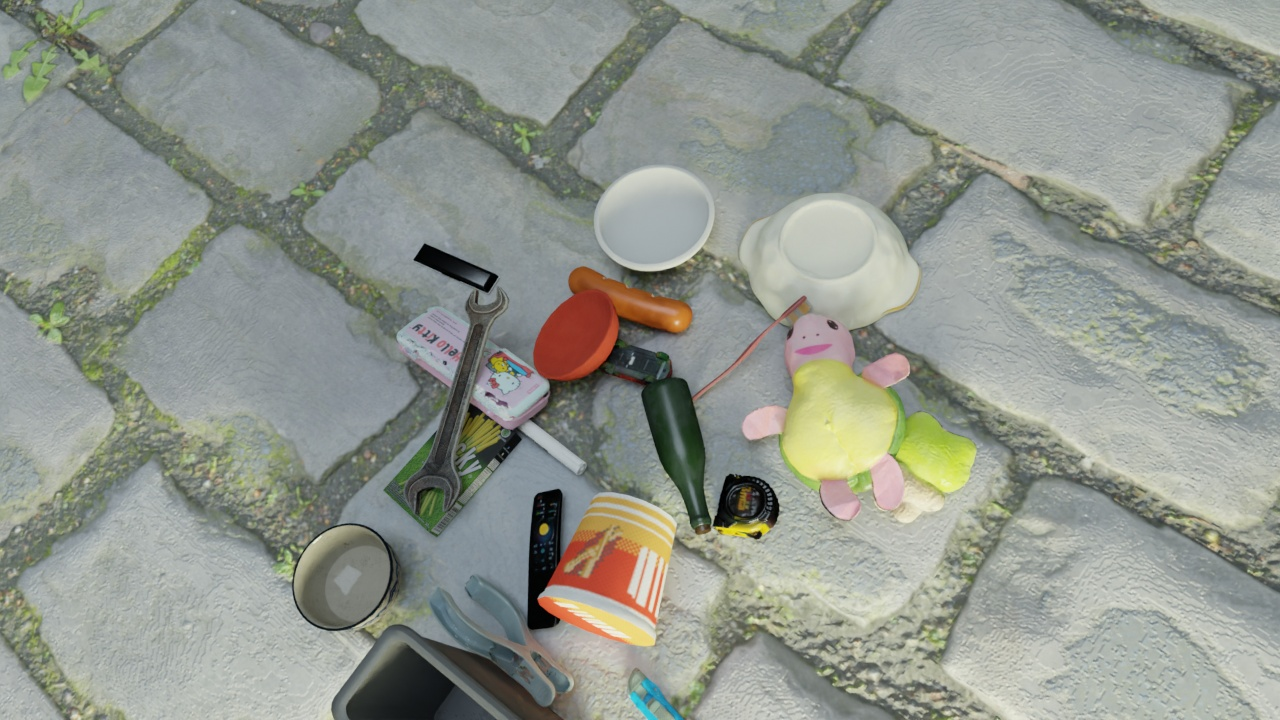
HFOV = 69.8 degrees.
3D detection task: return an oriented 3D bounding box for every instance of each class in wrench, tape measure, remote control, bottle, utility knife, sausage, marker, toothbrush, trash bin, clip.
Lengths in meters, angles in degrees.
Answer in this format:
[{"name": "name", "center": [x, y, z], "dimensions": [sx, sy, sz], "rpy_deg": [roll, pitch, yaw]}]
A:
[{"name": "wrench", "center": [-0.207, 0.044, 1.045], "dimensions": [0.070, 0.010, 0.273], "rpy_deg": [12, 82, 21]}, {"name": "tape measure", "center": [0.117, 0.156, 0.982], "dimensions": [0.063, 0.038, 0.067], "rpy_deg": [5, 65, 22]}, {"name": "remote control", "center": [-0.240, -0.121, 1.186], "dimensions": [0.124, 0.012, 0.028], "rpy_deg": [24, 73, 20]}, {"name": "remote control", "center": [-0.102, 0.216, 1.005], "dimensions": [0.041, 0.020, 0.151], "rpy_deg": [-16, 62, 31]}, {"name": "bottle", "center": [0.047, 0.106, 1.007], "dimensions": [0.055, 0.055, 0.174], "rpy_deg": [-17, 66, 4]}, {"name": "utility knife", "center": [0.042, 0.373, 0.914], "dimensions": [0.158, 0.015, 0.031], "rpy_deg": [40, 84, 22]}, {"name": "sausage", "center": [-0.016, -0.073, 1.104], "dimensions": [0.164, 0.039, 0.044], "rpy_deg": [22, 47, 19]}, {"name": "marker", "center": [-0.116, 0.088, 1.065], "dimensions": [0.133, 0.020, 0.017], "rpy_deg": [35, 64, 22]}, {"name": "toothbrush", "center": [0.121, -0.007, 1.044], "dimensions": [0.184, 0.015, 0.015], "rpy_deg": [-41, 96, 8]}, {"name": "trash bin", "center": [-0.147, 0.347, 0.848], "dimensions": [0.192, 0.220, 0.097], "rpy_deg": [31, 76, 21]}, {"name": "clip", "center": [-0.132, 0.284, 0.966], "dimensions": [0.172, 0.143, 0.029], "rpy_deg": [39, 102, 7]}]

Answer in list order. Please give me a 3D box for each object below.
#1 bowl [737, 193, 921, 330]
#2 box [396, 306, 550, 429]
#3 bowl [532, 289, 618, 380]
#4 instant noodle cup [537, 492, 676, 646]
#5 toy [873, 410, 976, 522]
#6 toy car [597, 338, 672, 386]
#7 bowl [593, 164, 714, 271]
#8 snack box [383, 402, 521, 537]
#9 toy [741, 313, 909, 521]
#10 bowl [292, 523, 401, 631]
[{"name": "bowl", "center": [0.218, -0.127, 1.071], "dimensions": [0.219, 0.060, 0.188], "rpy_deg": [19, 73, 17]}, {"name": "box", "center": [-0.202, 0.005, 1.091], "dimensions": [0.202, 0.045, 0.086], "rpy_deg": [33, 49, 22]}, {"name": "bowl", "center": [-0.069, -0.024, 1.076], "dimensions": [0.122, 0.035, 0.121], "rpy_deg": [-25, 45, 28]}, {"name": "instant noodle cup", "center": [-0.025, 0.211, 0.944], "dimensions": [0.123, 0.123, 0.120], "rpy_deg": [13, 62, 16]}, {"name": "toy", "center": [0.291, 0.114, 0.960], "dimensions": [0.092, 0.046, 0.115], "rpy_deg": [34, 84, 23]}, {"name": "toy car", "center": [-0.006, 0.006, 1.068], "dimensions": [0.091, 0.036, 0.042], "rpy_deg": [13, 65, 24]}, {"name": "bowl", "center": [0.019, -0.169, 1.137], "dimensions": [0.150, 0.043, 0.149], "rpy_deg": [-4, 66, 9]}, {"name": "snack box", "center": [-0.218, 0.121, 1.069], "dimensions": [0.080, 0.025, 0.147], "rpy_deg": [36, 78, 23]}, {"name": "toy", "center": [0.206, 0.055, 0.979], "dimensions": [0.190, 0.087, 0.237], "rpy_deg": [-29, 58, 23]}, {"name": "bowl", "center": [-0.317, 0.244, 1.016], "dimensions": [0.115, 0.059, 0.115], "rpy_deg": [-4, 66, 9]}]
